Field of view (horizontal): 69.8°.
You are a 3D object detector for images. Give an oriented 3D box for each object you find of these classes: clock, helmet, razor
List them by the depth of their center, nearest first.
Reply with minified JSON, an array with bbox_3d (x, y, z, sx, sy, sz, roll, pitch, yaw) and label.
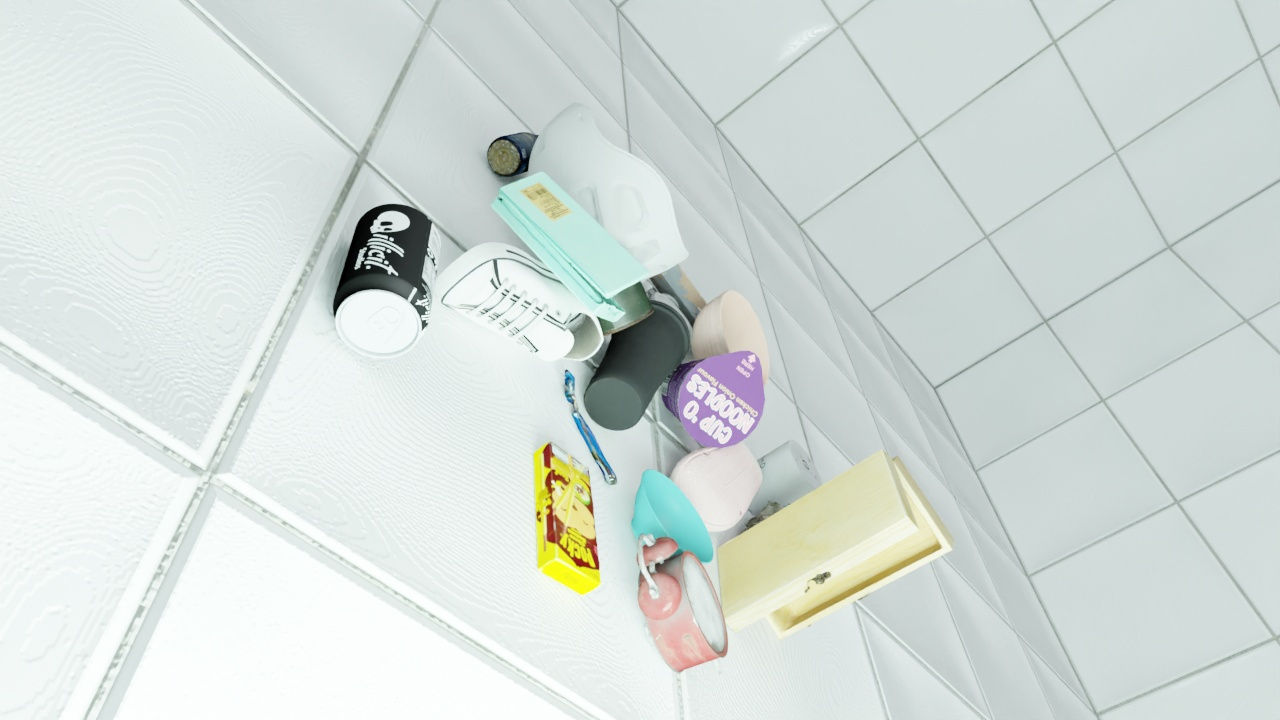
[{"bbox_3d":[0.029,0.238,0.909,0.157,0.062,0.109,59,16,-30],"label":"clock"},{"bbox_3d":[-0.060,0.078,1.032,0.044,0.018,0.141,101,-34,-66],"label":"razor"},{"bbox_3d":[-0.058,-0.226,1.255,0.224,0.184,0.282,76,-3,-54],"label":"helmet"},{"bbox_3d":[0.024,-0.064,1.389,0.119,0.061,0.159,25,31,-54],"label":"clock"}]

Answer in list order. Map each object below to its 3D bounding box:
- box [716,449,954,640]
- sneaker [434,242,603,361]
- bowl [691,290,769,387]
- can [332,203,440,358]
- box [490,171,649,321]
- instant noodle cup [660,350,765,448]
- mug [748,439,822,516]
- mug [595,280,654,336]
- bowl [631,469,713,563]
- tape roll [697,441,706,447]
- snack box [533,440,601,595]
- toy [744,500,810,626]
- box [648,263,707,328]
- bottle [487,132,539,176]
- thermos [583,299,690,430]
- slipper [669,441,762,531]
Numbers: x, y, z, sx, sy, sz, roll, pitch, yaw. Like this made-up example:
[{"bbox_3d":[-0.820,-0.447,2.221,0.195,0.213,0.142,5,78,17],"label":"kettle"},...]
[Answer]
[{"bbox_3d":[0.221,0.221,1.100,0.184,0.249,0.141,24,36,-54],"label":"box"},{"bbox_3d":[-0.119,-0.046,0.989,0.097,0.091,0.245,58,15,25],"label":"sneaker"},{"bbox_3d":[0.123,-0.021,1.351,0.153,0.076,0.152,36,44,-46],"label":"bowl"},{"bbox_3d":[-0.224,-0.074,0.819,0.080,0.080,0.145,41,24,-32],"label":"can"},{"bbox_3d":[-0.074,-0.135,1.004,0.188,0.080,0.077,47,12,21],"label":"box"},{"bbox_3d":[0.090,0.040,1.240,0.122,0.136,0.122,37,-6,-19],"label":"instant noodle cup"},{"bbox_3d":[0.207,0.172,1.360,0.083,0.097,0.119,55,21,0],"label":"mug"},{"bbox_3d":[-0.039,-0.084,1.145,0.111,0.085,0.081,-131,-163,-78],"label":"mug"},{"bbox_3d":[0.024,0.183,1.008,0.121,0.046,0.121,46,17,-19],"label":"bowl"},{"bbox_3d":[0.098,0.097,1.349,0.094,0.019,0.093,45,22,-24],"label":"tape roll"},{"bbox_3d":[-0.072,0.150,0.885,0.061,0.026,0.148,39,25,-34],"label":"snack box"},{"bbox_3d":[0.203,0.271,1.239,0.132,0.076,0.175,23,45,-54],"label":"toy"},{"bbox_3d":[0.089,-0.067,1.491,0.216,0.043,0.151,54,-3,-2],"label":"box"},{"bbox_3d":[-0.171,-0.300,1.322,0.056,0.056,0.160,52,20,-7],"label":"bottle"},{"bbox_3d":[-0.007,0.007,1.155,0.106,0.106,0.218,51,26,-11],"label":"thermos"},{"bbox_3d":[0.102,0.162,1.206,0.107,0.056,0.221,59,30,6],"label":"slipper"}]
